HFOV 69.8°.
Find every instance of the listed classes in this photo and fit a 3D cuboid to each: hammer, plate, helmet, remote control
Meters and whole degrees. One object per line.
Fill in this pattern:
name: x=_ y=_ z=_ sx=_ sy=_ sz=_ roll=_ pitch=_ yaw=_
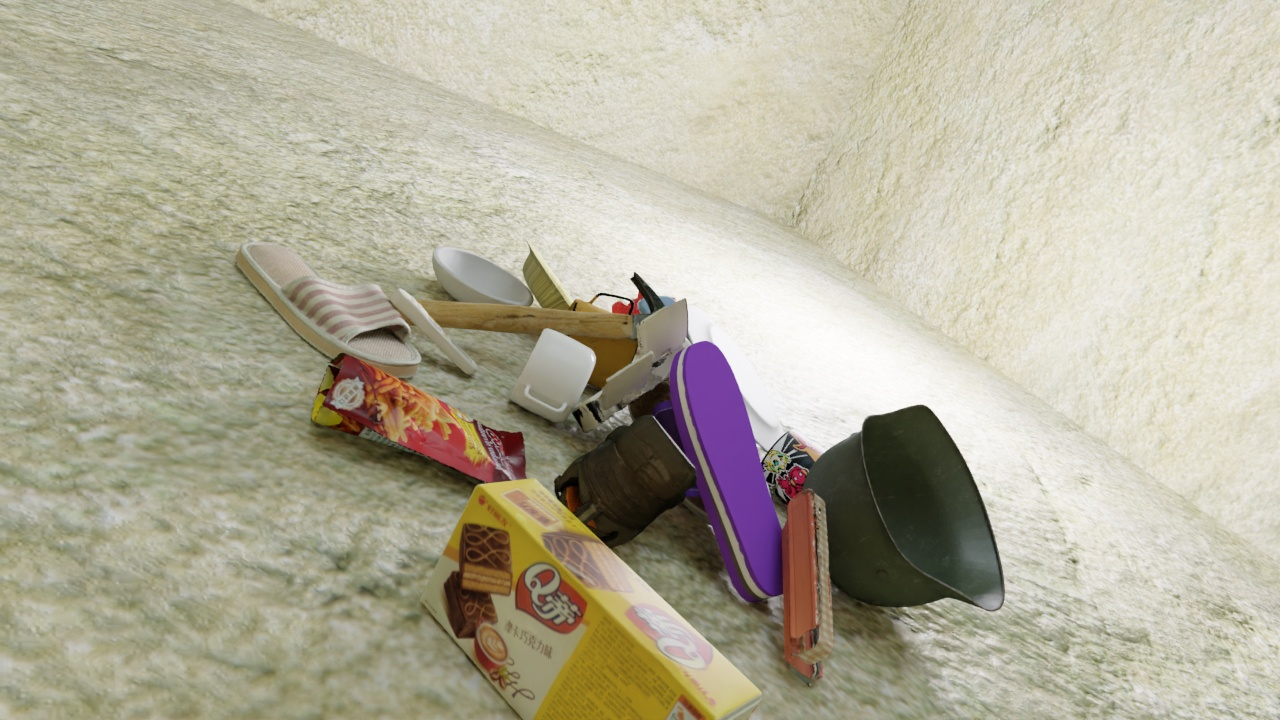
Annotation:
hammer: x=-0.126 y=-0.050 z=1.098 sx=0.330 sy=0.132 sz=0.033 roll=4 pitch=-12 yaw=-10
plate: x=0.134 y=0.024 z=1.225 sx=0.242 sy=0.016 sz=0.242 roll=49 pitch=18 yaw=-23
helmet: x=0.261 y=0.172 z=0.987 sx=0.267 sy=0.154 sz=0.226 roll=36 pitch=40 yaw=-42
plate: x=-0.122 y=-0.086 z=1.292 sx=0.184 sy=0.036 sz=0.184 roll=55 pitch=1 yaw=-2
remote control: x=-0.229 y=-0.031 z=1.027 sx=0.125 sy=0.018 sz=0.038 roll=47 pitch=-2 yaw=-15

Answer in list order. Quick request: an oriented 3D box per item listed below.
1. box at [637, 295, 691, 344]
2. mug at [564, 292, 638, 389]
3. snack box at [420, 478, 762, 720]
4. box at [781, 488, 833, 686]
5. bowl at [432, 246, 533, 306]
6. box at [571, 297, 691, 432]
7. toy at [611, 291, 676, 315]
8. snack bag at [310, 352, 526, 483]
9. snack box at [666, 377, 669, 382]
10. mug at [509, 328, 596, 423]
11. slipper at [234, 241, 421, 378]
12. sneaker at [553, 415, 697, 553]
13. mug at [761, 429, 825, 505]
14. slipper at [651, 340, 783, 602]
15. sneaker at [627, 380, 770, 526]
box: x=0.052 y=0.019 z=1.183 sx=0.085 sy=0.073 sz=0.209 roll=-4 pitch=59 yaw=-43
mug: x=-0.056 y=-0.030 z=1.174 sx=0.094 sy=0.123 sz=0.100 roll=22 pitch=-1 yaw=-9
snack box: x=-0.041 y=0.189 z=0.615 sx=0.230 sy=0.110 sz=0.061 roll=38 pitch=20 yaw=29
box: x=0.159 y=0.206 z=0.854 sx=0.186 sy=0.057 sz=0.071 roll=-81 pitch=152 yaw=-50
bowl: x=-0.221 y=-0.099 z=1.252 sx=0.149 sy=0.043 sz=0.149 roll=28 pitch=17 yaw=-10
box: x=-0.002 y=0.011 z=0.991 sx=0.058 sy=0.144 sz=0.188 roll=54 pitch=-19 yaw=9
toy: x=-0.004 y=-0.041 z=1.384 sx=0.132 sy=0.094 sz=0.088 roll=-27 pitch=41 yaw=-35
snack bag: x=-0.198 y=0.066 z=0.855 sx=0.208 sy=0.067 sz=0.139 roll=30 pitch=10 yaw=-22
snack box: x=0.077 y=0.040 z=1.317 sx=0.101 sy=0.032 sz=0.185 roll=24 pitch=18 yaw=-10
mug: x=-0.098 y=0.022 z=1.020 sx=0.068 sy=0.094 sz=0.115 roll=27 pitch=26 yaw=-6
slipper: x=-0.335 y=-0.068 z=0.994 sx=0.263 sy=0.052 sz=0.114 roll=36 pitch=21 yaw=24
sneaker: x=-0.033 y=0.133 z=0.832 sx=0.101 sy=0.142 sz=0.238 roll=50 pitch=-12 yaw=5
mug: x=0.210 y=0.152 z=1.145 sx=0.098 sy=0.081 sz=0.118 roll=37 pitch=-7 yaw=26
slipper: x=0.066 y=0.117 z=0.934 sx=0.107 sy=0.084 sz=0.266 roll=4 pitch=64 yaw=-54
sneaker: x=0.066 y=0.119 z=1.050 sx=0.235 sy=0.087 sz=0.079 roll=48 pitch=-7 yaw=40
